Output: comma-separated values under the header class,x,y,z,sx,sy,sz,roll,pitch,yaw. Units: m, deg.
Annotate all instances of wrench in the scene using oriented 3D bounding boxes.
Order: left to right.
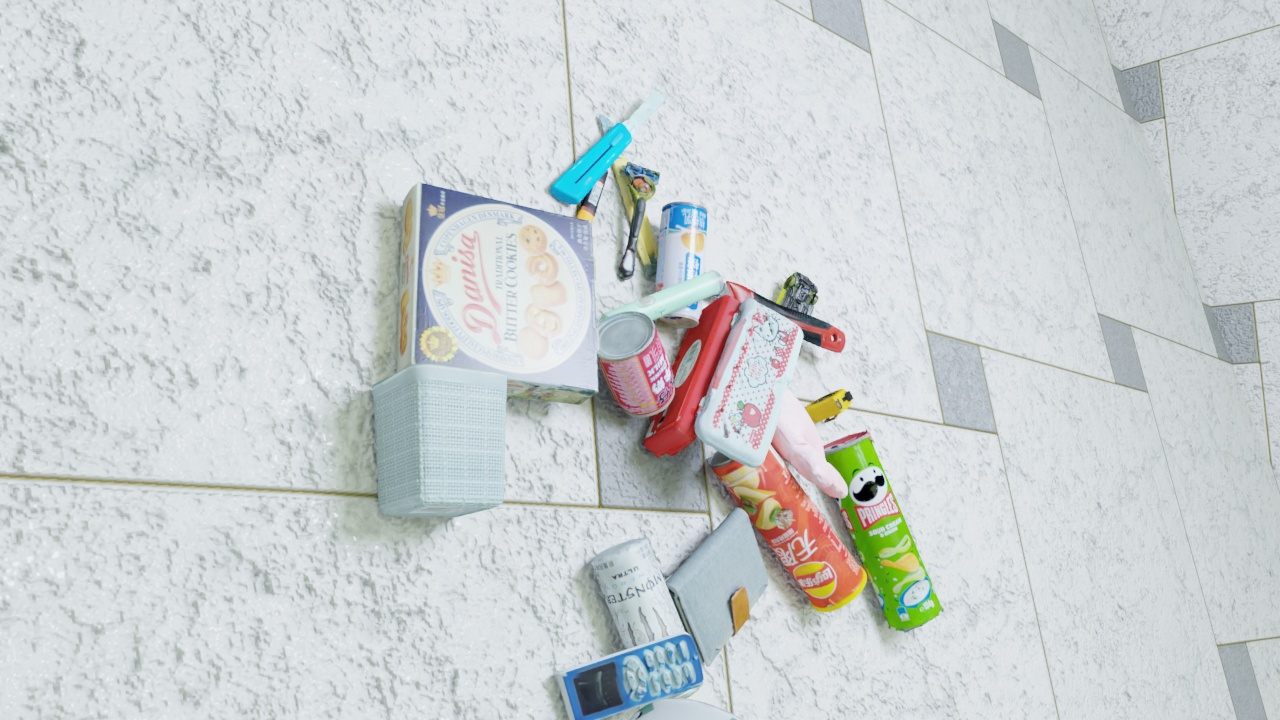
class,x,y,z,sx,sy,sz,roll,pitch,yaw
wrench,0.144,-0.069,1.112,0.273,0.016,0.056,25,69,-22

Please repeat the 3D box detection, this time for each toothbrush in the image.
class,x,y,z,sx,sy,sz,roll,pitch,yaw
toothbrush,-0.009,-0.047,0.946,0.224,0.027,0.026,-24,47,-25

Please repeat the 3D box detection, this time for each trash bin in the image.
class,x,y,z,sx,sy,sz,roll,pitch,yaw
trash bin,0.005,0.410,0.683,0.251,0.230,0.229,-38,99,-49

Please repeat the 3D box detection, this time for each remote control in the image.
class,x,y,z,sx,sy,sz,roll,pitch,yaw
remote control,-0.009,0.279,0.809,0.125,0.024,0.049,-15,86,-8

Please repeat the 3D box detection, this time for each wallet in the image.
class,x,y,z,sx,sy,sz,roll,pitch,yaw
wallet,0.084,0.230,0.931,0.129,0.037,0.106,-39,115,-40

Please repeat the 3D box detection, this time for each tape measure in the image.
class,x,y,z,sx,sy,sz,roll,pitch,yaw
tape measure,0.233,0.059,1.134,0.057,0.060,0.029,-28,90,-50

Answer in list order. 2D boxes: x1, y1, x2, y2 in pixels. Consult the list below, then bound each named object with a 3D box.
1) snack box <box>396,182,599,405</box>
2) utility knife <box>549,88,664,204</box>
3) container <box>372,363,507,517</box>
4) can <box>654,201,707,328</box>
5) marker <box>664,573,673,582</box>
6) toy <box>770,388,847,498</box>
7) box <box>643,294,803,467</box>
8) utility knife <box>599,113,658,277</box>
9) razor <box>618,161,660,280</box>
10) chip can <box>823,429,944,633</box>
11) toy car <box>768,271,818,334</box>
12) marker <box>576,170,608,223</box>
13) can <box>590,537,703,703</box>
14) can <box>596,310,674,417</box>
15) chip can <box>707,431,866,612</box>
class,x,y,z,sx,sy,sz,roll,pitch,yaw
snack box,-0.129,-0.059,0.851,0.182,0.046,0.177,8,67,-29
utility knife,-0.029,-0.249,1.043,0.034,0.018,0.233,38,54,-3
container,-0.164,0.070,0.758,0.089,0.090,0.111,8,71,-39
can,0.045,-0.106,1.026,0.053,0.053,0.134,15,73,-37
marker,0.057,0.212,0.944,0.145,0.017,0.017,-24,89,-44
toy,0.175,0.088,1.038,0.121,0.054,0.159,36,19,-49
box,0.093,0.027,0.982,0.100,0.110,0.200,36,52,-15
utility knife,-0.013,-0.190,1.053,0.030,0.021,0.201,-10,75,-44
razor,-0.005,-0.156,1.023,0.042,0.022,0.142,16,72,-17
chip can,0.290,0.206,1.114,0.072,0.072,0.236,-21,88,-44
toy car,0.190,-0.062,1.164,0.048,0.032,0.105,34,65,-20
marker,-0.056,-0.171,1.005,0.018,0.015,0.123,31,52,-21
can,0.006,0.242,0.857,0.058,0.058,0.146,-19,86,-44
can,-0.005,0.005,0.916,0.094,0.067,0.066,68,35,-44
chip can,0.163,0.176,1.013,0.216,0.073,0.073,54,47,-11
